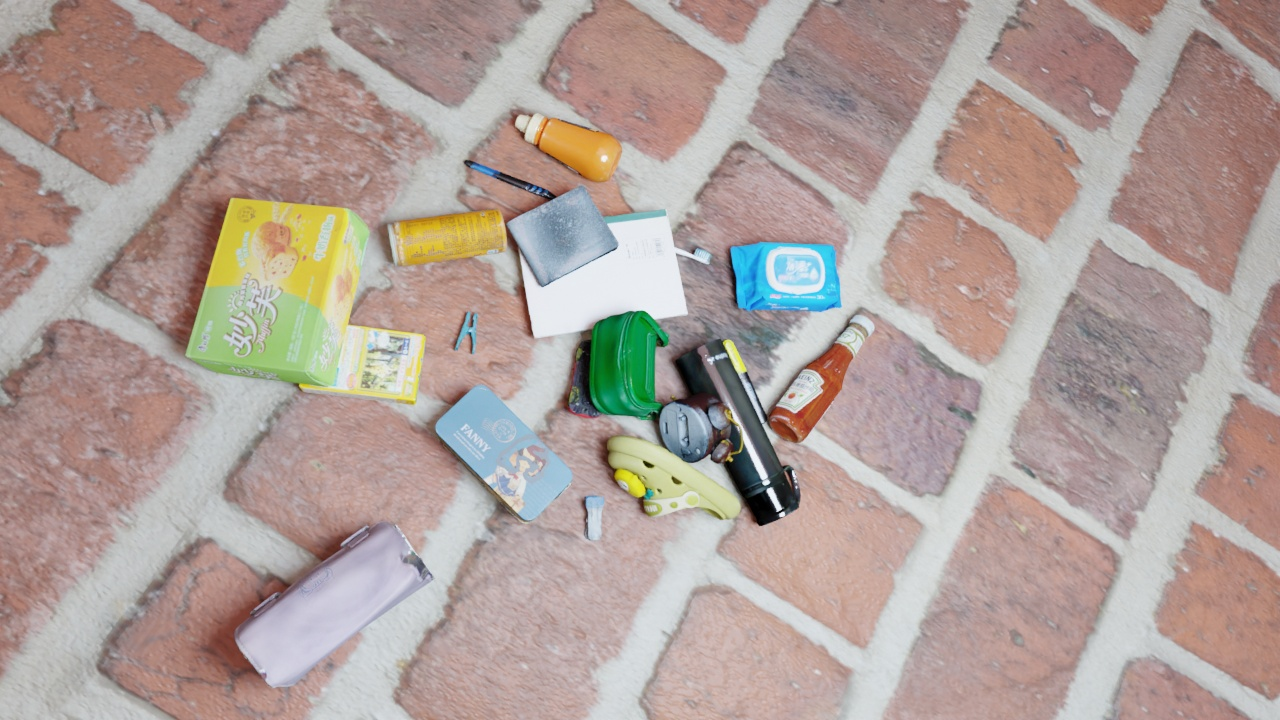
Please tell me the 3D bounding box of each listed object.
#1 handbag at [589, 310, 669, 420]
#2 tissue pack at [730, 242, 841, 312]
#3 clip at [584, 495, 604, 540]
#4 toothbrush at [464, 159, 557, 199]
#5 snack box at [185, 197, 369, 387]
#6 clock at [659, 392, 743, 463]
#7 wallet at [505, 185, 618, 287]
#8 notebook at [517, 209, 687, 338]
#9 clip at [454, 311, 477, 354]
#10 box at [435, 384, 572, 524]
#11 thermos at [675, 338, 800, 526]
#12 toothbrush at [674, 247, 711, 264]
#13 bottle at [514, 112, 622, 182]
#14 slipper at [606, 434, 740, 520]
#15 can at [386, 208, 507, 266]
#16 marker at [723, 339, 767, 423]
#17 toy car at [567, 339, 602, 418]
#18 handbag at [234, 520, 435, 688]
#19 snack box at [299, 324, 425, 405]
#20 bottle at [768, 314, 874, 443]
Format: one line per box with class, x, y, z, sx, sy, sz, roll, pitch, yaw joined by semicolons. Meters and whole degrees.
handbag;-0.007;0.007;1.173;0.120;0.068;0.131;21;64;-52
tissue pack;0.204;-0.117;1.271;0.157;0.052;0.095;0;77;-12
clip;-0.059;0.199;1.158;0.027;0.045;0.058;5;85;-14
toothbrush;-0.149;-0.236;1.244;0.189;0.016;0.014;21;66;-5
snack box;-0.429;-0.083;1.097;0.158;0.070;0.209;7;75;9
clock;0.079;0.086;1.154;0.055;0.122;0.082;-21;115;-41
wallet;-0.101;-0.163;1.201;0.120;0.019;0.097;-30;88;-16
notebook;-0.051;-0.117;1.215;0.209;0.012;0.150;-9;82;-12
clip;-0.221;-0.036;1.183;0.039;0.014;0.055;13;76;-10
box;-0.173;0.113;1.134;0.184;0.060;0.089;43;71;-1
thermos;0.134;0.092;1.208;0.089;0.069;0.242;-21;83;-45
toothbrush;-0.009;-0.169;1.252;0.221;0.027;0.026;16;95;-8
bottle;-0.101;-0.297;1.248;0.149;0.067;0.066;25;73;2
slipper;0.035;0.162;1.152;0.190;0.092;0.081;31;75;-7
can;-0.248;-0.158;1.182;0.146;0.058;0.058;-10;79;-14
marker;0.141;0.029;1.244;0.018;0.015;0.124;-23;84;-11
toy car;-0.066;0.023;1.192;0.049;0.031;0.106;12;67;-12
handbag;-0.336;0.266;1.018;0.196;0.145;0.098;-36;89;-18
snack box;-0.343;0.003;1.137;0.140;0.034;0.086;7;76;-9
bottle;0.251;0.020;1.246;0.060;0.060;0.205;40;70;-1
